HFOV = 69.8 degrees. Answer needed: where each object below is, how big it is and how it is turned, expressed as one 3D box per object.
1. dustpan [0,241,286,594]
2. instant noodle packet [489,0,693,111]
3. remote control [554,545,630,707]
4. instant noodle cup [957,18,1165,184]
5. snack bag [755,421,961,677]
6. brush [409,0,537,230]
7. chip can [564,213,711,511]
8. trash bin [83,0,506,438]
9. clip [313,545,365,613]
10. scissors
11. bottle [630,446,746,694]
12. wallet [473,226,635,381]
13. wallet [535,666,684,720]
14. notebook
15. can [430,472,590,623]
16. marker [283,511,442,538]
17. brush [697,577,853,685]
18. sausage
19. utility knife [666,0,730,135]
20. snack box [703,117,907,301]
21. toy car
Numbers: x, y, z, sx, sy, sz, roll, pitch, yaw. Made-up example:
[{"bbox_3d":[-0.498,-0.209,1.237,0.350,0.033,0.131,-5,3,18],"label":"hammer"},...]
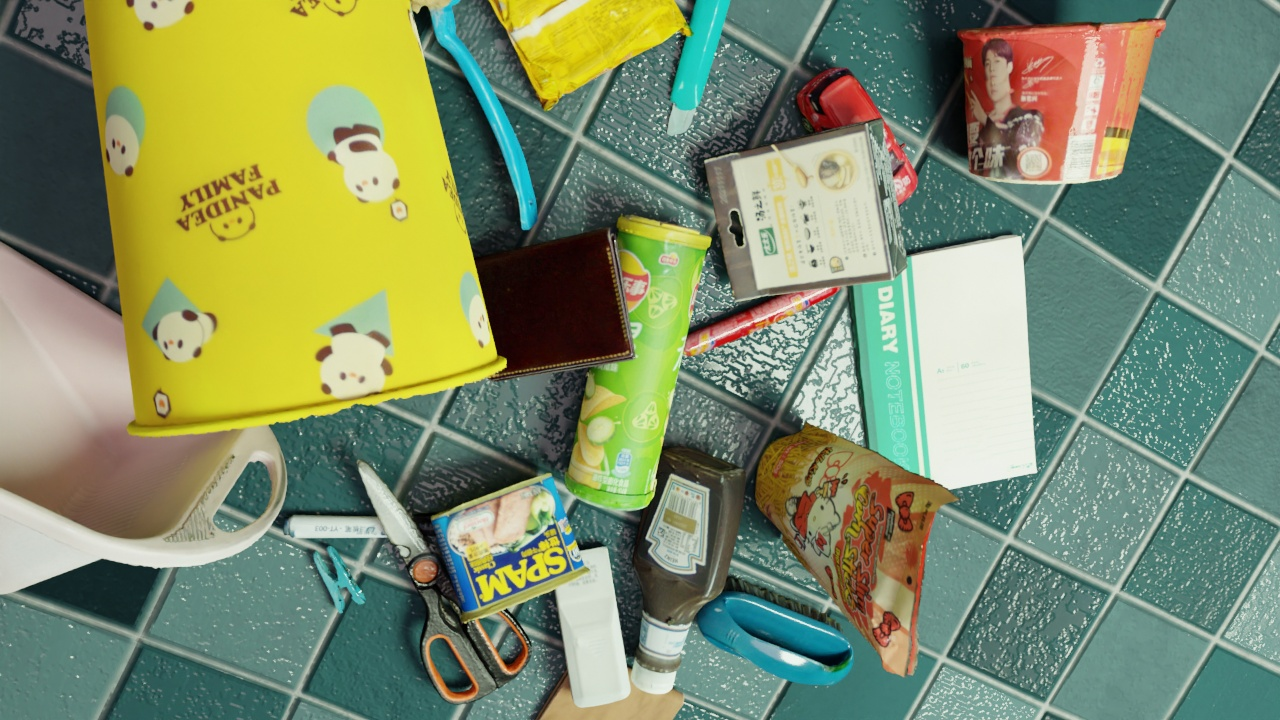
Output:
[{"bbox_3d":[-0.359,0.018,0.575,0.139,0.222,0.273,-23,117,8],"label":"dustpan"},{"bbox_3d":[-0.038,-0.257,0.655,0.128,0.044,0.111,-28,110,1],"label":"instant noodle packet"},{"bbox_3d":[-0.041,0.216,0.745,0.049,0.024,0.125,-10,86,-9],"label":"remote control"},{"bbox_3d":[0.303,-0.193,0.682,0.138,0.138,0.109,-6,110,-8],"label":"instant noodle cup"},{"bbox_3d":[0.154,0.123,0.677,0.073,0.208,0.129,9,100,-16],"label":"snack bag"},{"bbox_3d":[-0.121,-0.213,0.644,0.046,0.083,0.255,-15,111,17],"label":"brush"},{"bbox_3d":[-0.004,0.004,0.697,0.072,0.072,0.221,10,99,-11],"label":"chip can"},{"bbox_3d":[-0.218,-0.101,0.573,0.229,0.229,0.255,-10,96,-8],"label":"trash bin"},{"bbox_3d":[-0.238,0.171,0.721,0.046,0.014,0.057,-25,105,-2],"label":"clip"},{"bbox_3d":[-0.151,0.165,0.724,0.124,0.022,0.235,-11,104,-17],"label":"scissors"},{"bbox_3d":[0.029,0.171,0.735,0.044,0.080,0.195,0,105,-55],"label":"bottle"},{"bbox_3d":[-0.067,-0.038,0.671,0.122,0.020,0.096,-9,95,22],"label":"wallet"},{"bbox_3d":[-0.034,0.309,0.779,0.101,0.020,0.115,29,97,-11],"label":"wallet"},{"bbox_3d":[0.256,0.010,0.772,0.150,0.012,0.209,-11,103,-6],"label":"notebook"},{"bbox_3d":[-0.101,0.141,0.700,0.102,0.057,0.083,-19,85,-18],"label":"can"},{"bbox_3d":[-0.210,0.128,0.716,0.130,0.018,0.022,3,92,-10],"label":"marker"},{"bbox_3d":[0.114,0.232,0.760,0.144,0.073,0.055,24,105,-13],"label":"brush"},{"bbox_3d":[0.096,-0.036,0.733,0.156,0.020,0.020,-24,104,-4],"label":"sausage"},{"bbox_3d":[0.048,-0.253,0.686,0.029,0.013,0.171,14,102,-9],"label":"utility knife"},{"bbox_3d":[0.124,-0.110,0.687,0.126,0.053,0.113,-5,106,34],"label":"snack box"},{"bbox_3d":[0.169,-0.167,0.707,0.053,0.045,0.120,-38,106,1],"label":"toy car"}]
